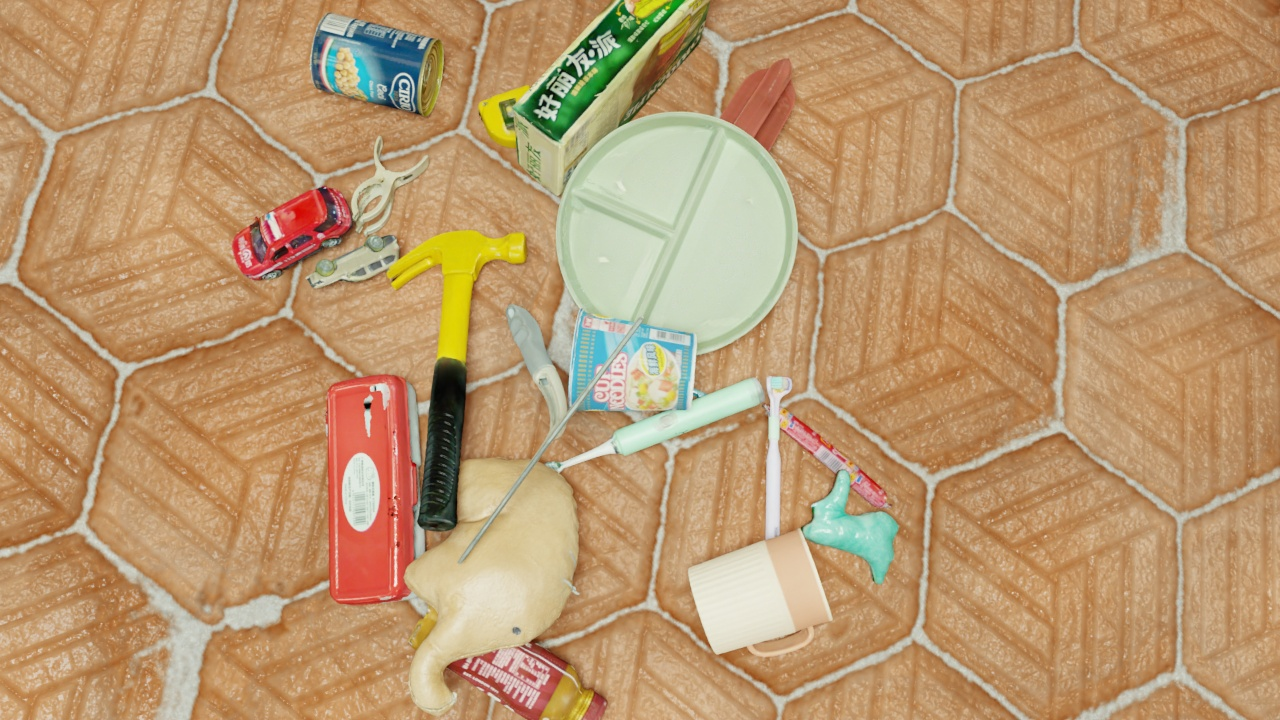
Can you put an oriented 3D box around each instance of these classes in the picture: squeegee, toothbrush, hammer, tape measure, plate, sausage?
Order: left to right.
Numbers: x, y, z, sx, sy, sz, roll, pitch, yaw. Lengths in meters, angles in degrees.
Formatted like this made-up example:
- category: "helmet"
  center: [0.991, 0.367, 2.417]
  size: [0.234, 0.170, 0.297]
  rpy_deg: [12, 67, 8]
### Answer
- category: "hammer"
  center: [-0.169, 0.005, 0.815]
  size: [0.129, 0.033, 0.300]
  rpy_deg: [-3, 59, 1]
- category: "tape measure"
  center: [-0.129, -0.245, 0.922]
  size: [0.060, 0.029, 0.057]
  rpy_deg: [-21, 80, -10]
- category: "squeegee"
  center: [-0.087, 0.015, 0.792]
  size: [0.039, 0.246, 0.247]
  rpy_deg: [28, 108, -27]
- category: "toothbrush"
  center: [0.009, 0.066, 0.857]
  size: [0.224, 0.027, 0.026]
  rpy_deg: [-21, 66, -2]
- category: "plate"
  center: [0.033, -0.118, 0.874]
  size: [0.230, 0.027, 0.230]
  rpy_deg: [1, 95, 8]
- category: "toothbrush"
  center: [0.127, 0.109, 0.858]
  size: [0.029, 0.021, 0.189]
  rpy_deg: [5, 85, -25]
- category: "sausage"
  center: [0.179, 0.090, 0.877]
  size: [0.156, 0.020, 0.020]
  rpy_deg: [40, 76, 4]

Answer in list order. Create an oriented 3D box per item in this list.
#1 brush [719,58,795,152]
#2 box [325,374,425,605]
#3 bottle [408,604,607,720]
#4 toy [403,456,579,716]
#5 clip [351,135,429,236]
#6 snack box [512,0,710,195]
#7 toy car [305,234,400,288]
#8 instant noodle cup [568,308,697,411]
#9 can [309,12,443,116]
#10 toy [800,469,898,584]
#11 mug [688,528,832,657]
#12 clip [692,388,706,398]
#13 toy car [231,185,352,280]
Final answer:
- category: "brush"
  center: [0.110, -0.237, 0.922]
  size: [0.063, 0.069, 0.145]
  rpy_deg: [31, 76, 1]
- category: "box"
  center: [-0.239, 0.116, 0.826]
  size: [0.091, 0.068, 0.201]
  rpy_deg: [-9, 76, 14]
- category: "bottle"
  center: [-0.112, 0.265, 0.789]
  size: [0.175, 0.057, 0.057]
  rpy_deg: [31, 76, 2]
- category: "toy"
  center: [-0.122, 0.179, 0.764]
  size: [0.143, 0.083, 0.225]
  rpy_deg: [2, 50, 7]
- category: "clip"
  center: [-0.254, -0.170, 0.891]
  size: [0.064, 0.034, 0.098]
  rpy_deg: [21, 71, 0]
- category: "snack box"
  center: [-0.025, -0.281, 0.896]
  size: [0.063, 0.114, 0.239]
  rpy_deg: [38, 76, 5]
- category: "toy car"
  center: [-0.270, -0.091, 0.865]
  size: [0.090, 0.042, 0.035]
  rpy_deg: [-27, 100, -17]
- category: "instant noodle cup"
  center: [-0.005, 0.005, 0.834]
  size: [0.110, 0.099, 0.099]
  rpy_deg: [5, 76, 2]
- category: "can"
  center: [-0.257, -0.289, 0.896]
  size: [0.111, 0.075, 0.075]
  rpy_deg: [14, 76, -2]
- category: "toy"
  center: [0.197, 0.153, 0.857]
  size: [0.092, 0.030, 0.096]
  rpy_deg: [14, 88, -3]
- category: "mug"
  center: [0.109, 0.215, 0.810]
  size: [0.106, 0.081, 0.114]
  rpy_deg: [-19, 118, 4]
- category: "clip"
  center: [0.039, 0.031, 0.881]
  size: [0.056, 0.014, 0.041]
  rpy_deg: [21, 77, -1]
- category: "toy car"
  center: [-0.328, -0.120, 0.854]
  size: [0.121, 0.045, 0.053]
  rpy_deg: [-28, 77, 11]
